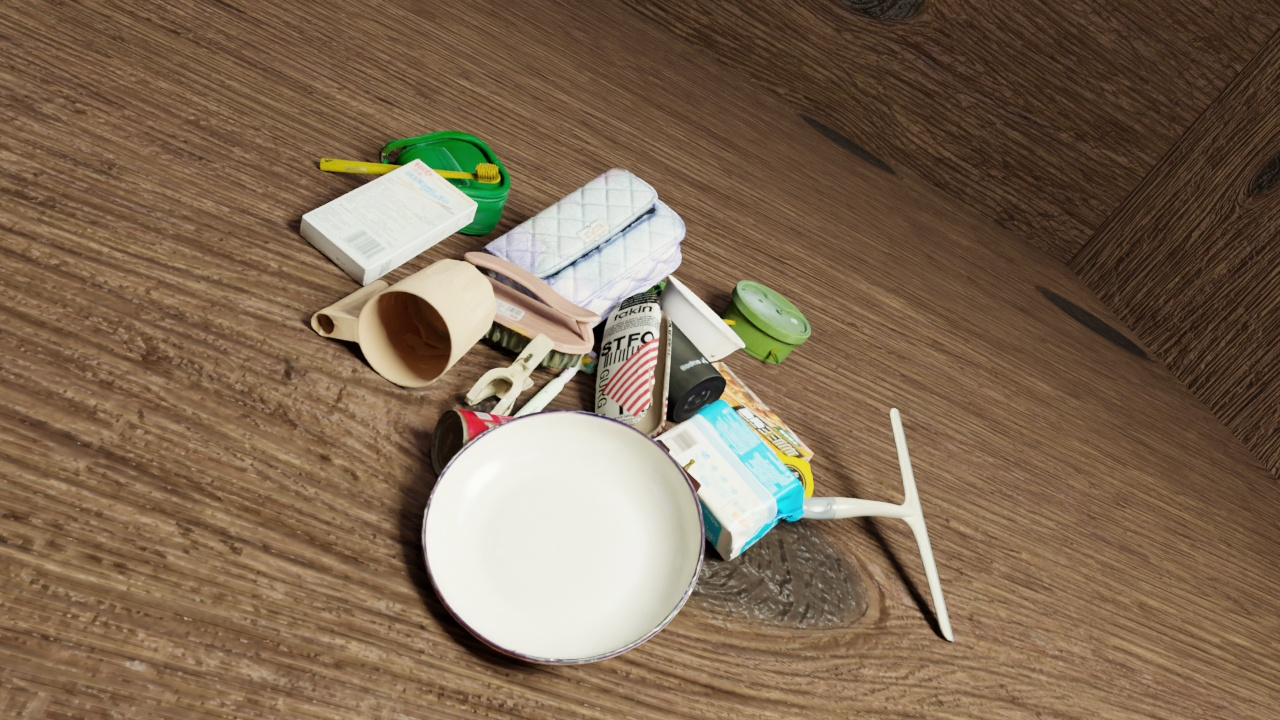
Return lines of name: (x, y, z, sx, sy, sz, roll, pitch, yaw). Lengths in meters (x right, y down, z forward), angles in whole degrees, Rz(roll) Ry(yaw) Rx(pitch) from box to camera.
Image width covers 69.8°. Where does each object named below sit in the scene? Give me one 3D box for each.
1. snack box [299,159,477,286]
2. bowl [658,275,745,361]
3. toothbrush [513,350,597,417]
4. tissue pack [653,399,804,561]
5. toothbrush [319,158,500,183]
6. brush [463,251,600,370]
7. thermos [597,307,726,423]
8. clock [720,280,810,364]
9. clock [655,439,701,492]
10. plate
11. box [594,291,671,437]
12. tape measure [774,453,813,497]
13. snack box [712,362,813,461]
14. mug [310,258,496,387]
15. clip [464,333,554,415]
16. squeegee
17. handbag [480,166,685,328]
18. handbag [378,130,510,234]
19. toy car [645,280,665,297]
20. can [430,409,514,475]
snack box: (-0.241, -0.137, 0.890, 0.085, 0.027, 0.156, 38, 45, 9)
bowl: (0.054, -0.034, 1.042, 0.118, 0.065, 0.118, 42, 10, -9)
toothbrush: (-0.082, 0.029, 0.851, 0.020, 0.029, 0.189, -3, 19, 21)
tissue pack: (0.072, 0.105, 0.822, 0.089, 0.063, 0.140, -29, 61, -26)
toothbrush: (-0.242, -0.202, 0.962, 0.190, 0.017, 0.015, 4, 50, 2)
brush: (-0.110, -0.045, 0.863, 0.145, 0.073, 0.063, 26, 26, 6)
thermos: (-0.016, -0.034, 0.991, 0.089, 0.069, 0.242, -27, 57, -24)
clock: (0.166, -0.054, 1.223, 0.116, 0.056, 0.160, 37, 27, 5)
clock: (0.001, 0.113, 0.734, 0.055, 0.082, 0.121, 44, 25, 6)
plate: (-0.053, 0.123, 0.638, 0.192, 0.039, 0.192, 3, 52, -4)
box: (-0.004, 0.011, 0.899, 0.077, 0.075, 0.163, 50, 33, -44)
tape measure: (0.143, 0.123, 0.918, 0.060, 0.029, 0.057, 11, 59, -20)
snack box: (0.113, 0.063, 1.003, 0.153, 0.026, 0.075, 47, 30, 24)
mug: (-0.197, -0.038, 0.783, 0.125, 0.084, 0.103, 10, 23, 10)
clip: (-0.116, 0.021, 0.808, 0.034, 0.060, 0.096, 35, 38, 4)
squeegee: (0.189, 0.144, 0.886, 0.246, 0.039, 0.246, 6, 61, -23)
handbag: (-0.053, -0.118, 0.963, 0.134, 0.076, 0.193, 39, 60, 23)
handbag: (-0.216, -0.201, 1.025, 0.120, 0.068, 0.131, -5, 47, -42)
toy car: (0.029, -0.072, 1.124, 0.043, 0.036, 0.091, 21, 25, -21)
can: (-0.094, 0.072, 0.726, 0.132, 0.053, 0.053, 11, 34, -38)
